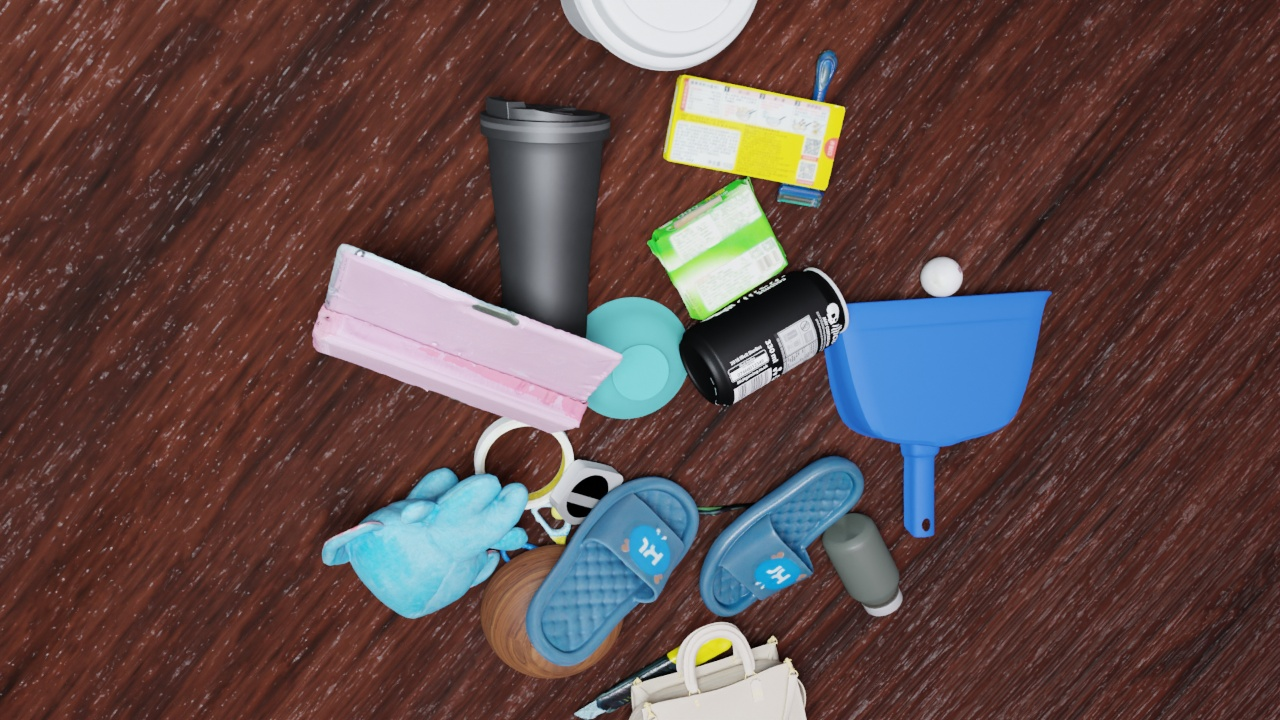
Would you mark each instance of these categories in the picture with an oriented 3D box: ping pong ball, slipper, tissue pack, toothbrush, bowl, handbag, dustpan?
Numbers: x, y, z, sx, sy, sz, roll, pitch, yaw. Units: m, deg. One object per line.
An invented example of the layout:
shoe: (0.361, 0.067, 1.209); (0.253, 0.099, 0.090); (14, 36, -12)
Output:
ping pong ball: (0.300, -0.083, 0.914); (0.040, 0.040, 0.040); (-4, 107, -13)
slipper: (0.144, 0.183, 0.936); (0.214, 0.059, 0.104); (-46, 124, 7)
tissue pack: (0.074, -0.104, 0.854); (0.114, 0.034, 0.099); (-32, 114, -4)
slipper: (-0.023, 0.192, 0.865); (0.213, 0.059, 0.104); (-43, 100, -28)
toothbrush: (0.055, 0.156, 0.940); (0.188, 0.014, 0.017); (2, 107, -14)
bowl: (-0.005, 0.005, 0.861); (0.121, 0.046, 0.121); (-4, 107, -13)
handbag: (0.079, 0.364, 0.962); (0.194, 0.101, 0.198); (-13, 108, -13)
dustpan: (0.302, 0.062, 0.950); (0.245, 0.059, 0.258); (-4, 98, -13)
bowl: (-0.081, 0.261, 0.901); (0.147, 0.069, 0.147); (-4, 113, -11)

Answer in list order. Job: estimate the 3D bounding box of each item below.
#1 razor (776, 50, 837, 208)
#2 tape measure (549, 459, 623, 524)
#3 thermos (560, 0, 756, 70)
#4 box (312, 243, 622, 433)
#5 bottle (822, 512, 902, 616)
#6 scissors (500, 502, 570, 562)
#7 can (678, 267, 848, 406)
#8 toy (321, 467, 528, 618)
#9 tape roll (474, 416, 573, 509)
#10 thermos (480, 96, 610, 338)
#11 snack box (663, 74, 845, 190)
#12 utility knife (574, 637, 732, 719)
razor: (0.160, -0.214, 0.851); (0.044, 0.018, 0.141); (9, 103, -7)
tape measure: (-0.054, 0.129, 0.890); (0.065, 0.017, 0.064); (24, 100, -45)
thermos: (-0.002, -0.282, 0.679); (0.131, 0.222, 0.132); (-4, 107, -13)
box: (-0.150, -0.001, 0.756); (0.232, 0.181, 0.050); (21, 65, -14)
bottle: (0.240, 0.219, 0.981); (0.060, 0.060, 0.108); (-31, 111, -3)
scissors: (-0.072, 0.187, 0.920); (0.132, 0.020, 0.097); (24, 103, -18)
can: (0.114, -0.023, 0.855); (0.146, 0.080, 0.080); (-30, 112, -14)
toy: (-0.182, 0.150, 0.831); (0.181, 0.114, 0.183); (-44, 136, 21)
tape roll: (-0.111, 0.096, 0.877); (0.094, 0.019, 0.094); (-4, 108, -13)
thermos: (-0.081, -0.111, 0.783); (0.105, 0.105, 0.219); (-3, 112, -13)
snack box: (0.102, -0.204, 0.824); (0.152, 0.025, 0.075); (9, 104, -8)
utility knife: (0.014, 0.337, 0.982); (0.186, 0.020, 0.029); (-28, 111, -6)
